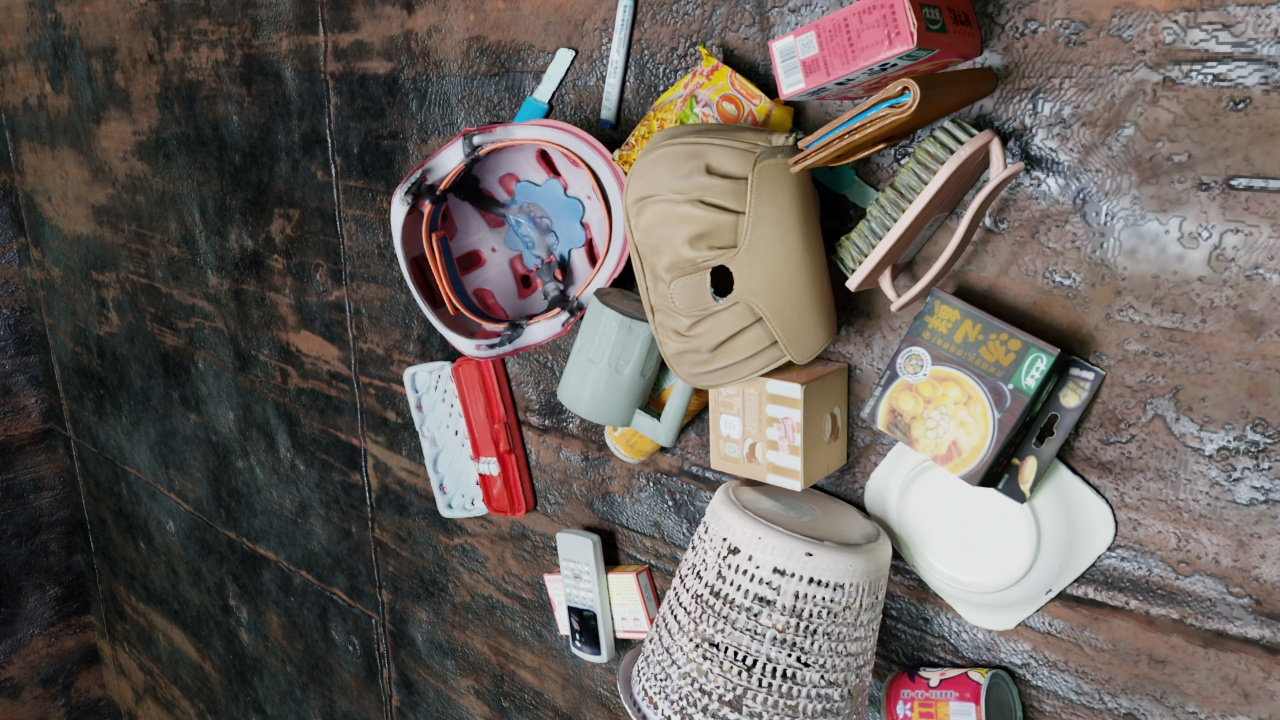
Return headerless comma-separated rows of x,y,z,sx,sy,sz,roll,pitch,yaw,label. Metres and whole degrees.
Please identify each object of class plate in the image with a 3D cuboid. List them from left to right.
0.259,0.123,0.718,0.164,0.034,0.164,47,129,22,plate

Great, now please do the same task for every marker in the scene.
-0.020,-0.288,0.852,0.017,0.016,0.146,29,121,33,marker

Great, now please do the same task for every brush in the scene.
0.211,-0.106,0.670,0.073,0.063,0.146,52,129,22,brush

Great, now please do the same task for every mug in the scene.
-0.005,0.005,0.823,0.124,0.083,0.103,27,112,20,mug

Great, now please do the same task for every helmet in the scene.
-0.109,-0.128,0.896,0.240,0.143,0.207,-26,98,14,helmet

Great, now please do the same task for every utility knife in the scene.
-0.120,-0.241,0.956,0.034,0.018,0.209,46,129,7,utility knife
0.128,-0.177,0.755,0.178,0.013,0.029,42,124,24,utility knife

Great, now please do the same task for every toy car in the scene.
0.070,0.309,0.920,0.158,0.070,0.042,-8,72,44,toy car

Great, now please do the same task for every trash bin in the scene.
0.111,0.213,0.775,0.228,0.227,0.192,23,105,35,trash bin

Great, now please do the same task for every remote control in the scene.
-0.062,0.262,1.019,0.058,0.021,0.150,1,102,42,remote control

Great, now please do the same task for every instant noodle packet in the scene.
0.050,-0.186,0.761,0.128,0.044,0.111,-48,66,9,instant noodle packet

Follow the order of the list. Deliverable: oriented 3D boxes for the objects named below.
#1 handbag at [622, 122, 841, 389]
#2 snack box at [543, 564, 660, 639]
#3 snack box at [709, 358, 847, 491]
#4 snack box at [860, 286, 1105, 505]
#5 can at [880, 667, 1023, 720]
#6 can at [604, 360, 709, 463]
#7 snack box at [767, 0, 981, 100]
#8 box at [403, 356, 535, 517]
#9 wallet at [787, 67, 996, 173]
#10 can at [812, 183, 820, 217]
0.068,-0.077,0.701,0.148,0.099,0.205,-11,115,12,handbag
-0.043,0.273,1.041,0.156,0.027,0.077,-13,94,43,snack box
0.119,0.048,0.790,0.094,0.076,0.093,11,110,40,snack box
0.245,0.025,0.669,0.126,0.053,0.113,34,104,35,snack box
0.253,0.286,0.750,0.094,0.066,0.066,-18,91,44,can
0.024,0.040,0.886,0.058,0.058,0.146,55,132,15,can
0.173,-0.219,0.633,0.127,0.113,0.044,-10,94,43,snack box
-0.209,0.095,1.121,0.161,0.049,0.201,-7,99,35,box
0.169,-0.167,0.641,0.119,0.130,0.035,-28,88,45,wallet
0.083,-0.126,0.784,0.135,0.053,0.053,3,105,41,can
